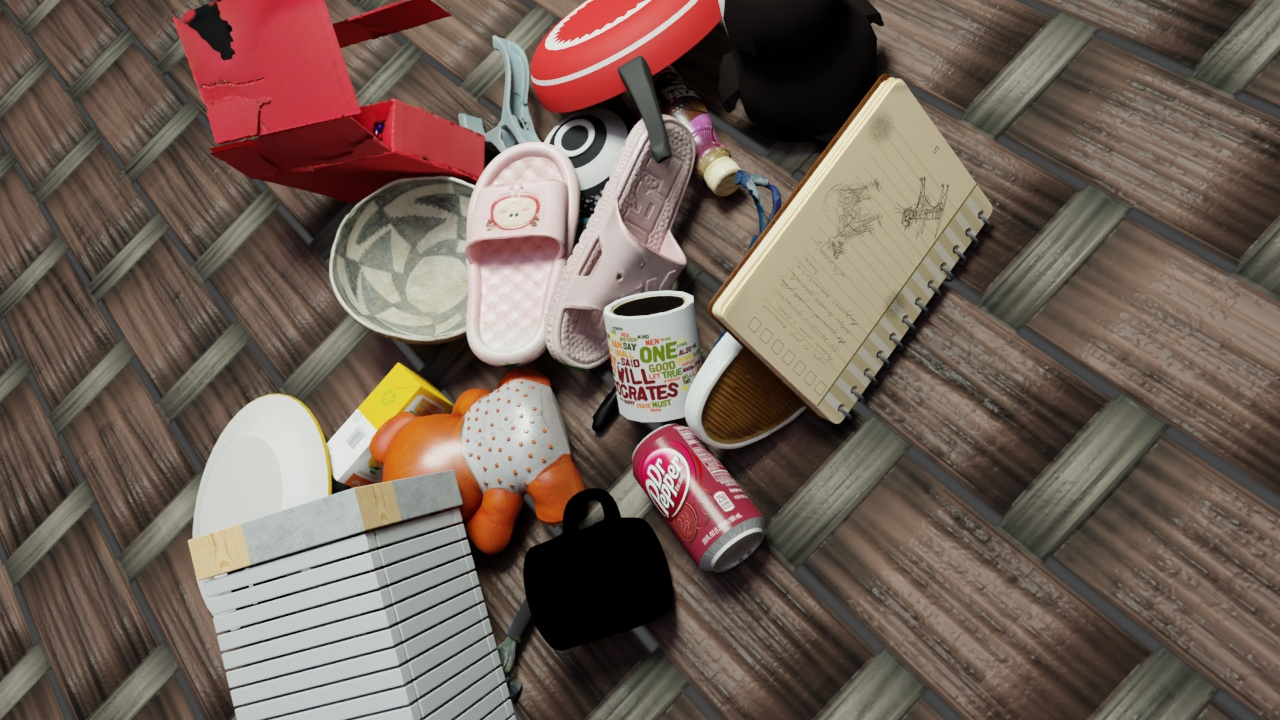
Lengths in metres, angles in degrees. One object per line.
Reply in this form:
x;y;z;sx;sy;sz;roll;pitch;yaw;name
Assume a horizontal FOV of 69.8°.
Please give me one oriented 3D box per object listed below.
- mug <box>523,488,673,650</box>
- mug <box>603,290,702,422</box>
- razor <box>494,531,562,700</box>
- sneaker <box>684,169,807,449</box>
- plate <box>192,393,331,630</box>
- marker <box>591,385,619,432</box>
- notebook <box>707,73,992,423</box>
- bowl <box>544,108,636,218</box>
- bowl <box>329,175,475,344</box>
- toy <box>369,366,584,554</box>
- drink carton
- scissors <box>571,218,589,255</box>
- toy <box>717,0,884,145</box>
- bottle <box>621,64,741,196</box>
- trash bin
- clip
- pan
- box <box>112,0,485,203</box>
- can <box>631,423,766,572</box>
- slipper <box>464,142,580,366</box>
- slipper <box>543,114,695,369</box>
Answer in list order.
-0.034;0.158;0.732;0.094;0.085;0.121;-20;56;12;mug
0.020;-0.010;0.773;0.074;0.105;0.090;2;112;29;mug
-0.093;0.208;0.770;0.043;0.022;0.144;20;77;27;razor
0.114;-0.064;0.766;0.294;0.120;0.127;-55;36;-8;sneaker
-0.375;0.144;0.881;0.230;0.021;0.229;-10;73;35;plate
-0.005;0.005;0.825;0.022;0.016;0.138;22;76;53;marker
0.171;-0.077;0.704;0.225;0.167;0.024;-53;32;-5;notebook
-0.051;-0.200;0.902;0.120;0.066;0.120;-9;65;20;bowl
-0.207;-0.087;0.903;0.178;0.081;0.178;1;68;-3;bowl
-0.145;0.090;0.811;0.172;0.093;0.163;-20;64;0;toy
-0.244;0.069;0.873;0.040;0.058;0.122;39;87;31;drink carton
-0.036;-0.120;0.873;0.148;0.019;0.123;-42;68;-17;scissors
0.134;-0.278;0.788;0.159;0.184;0.140;-28;61;10;toy
0.042;-0.220;0.874;0.060;0.059;0.166;-36;59;5;bottle
-0.204;0.227;0.693;0.143;0.142;0.247;-18;84;15;trash bin
-0.131;-0.279;0.938;0.174;0.030;0.159;43;121;46;clip
-0.009;-0.274;0.831;0.209;0.067;0.355;-26;33;13;pan
-0.321;-0.240;0.876;0.211;0.318;0.121;-1;63;33;box
0.045;0.108;0.730;0.063;0.063;0.114;-40;59;3;can
-0.114;-0.100;0.833;0.107;0.056;0.221;0;71;11;slipper
-0.002;-0.098;0.803;0.064;0.094;0.239;22;89;43;slipper
